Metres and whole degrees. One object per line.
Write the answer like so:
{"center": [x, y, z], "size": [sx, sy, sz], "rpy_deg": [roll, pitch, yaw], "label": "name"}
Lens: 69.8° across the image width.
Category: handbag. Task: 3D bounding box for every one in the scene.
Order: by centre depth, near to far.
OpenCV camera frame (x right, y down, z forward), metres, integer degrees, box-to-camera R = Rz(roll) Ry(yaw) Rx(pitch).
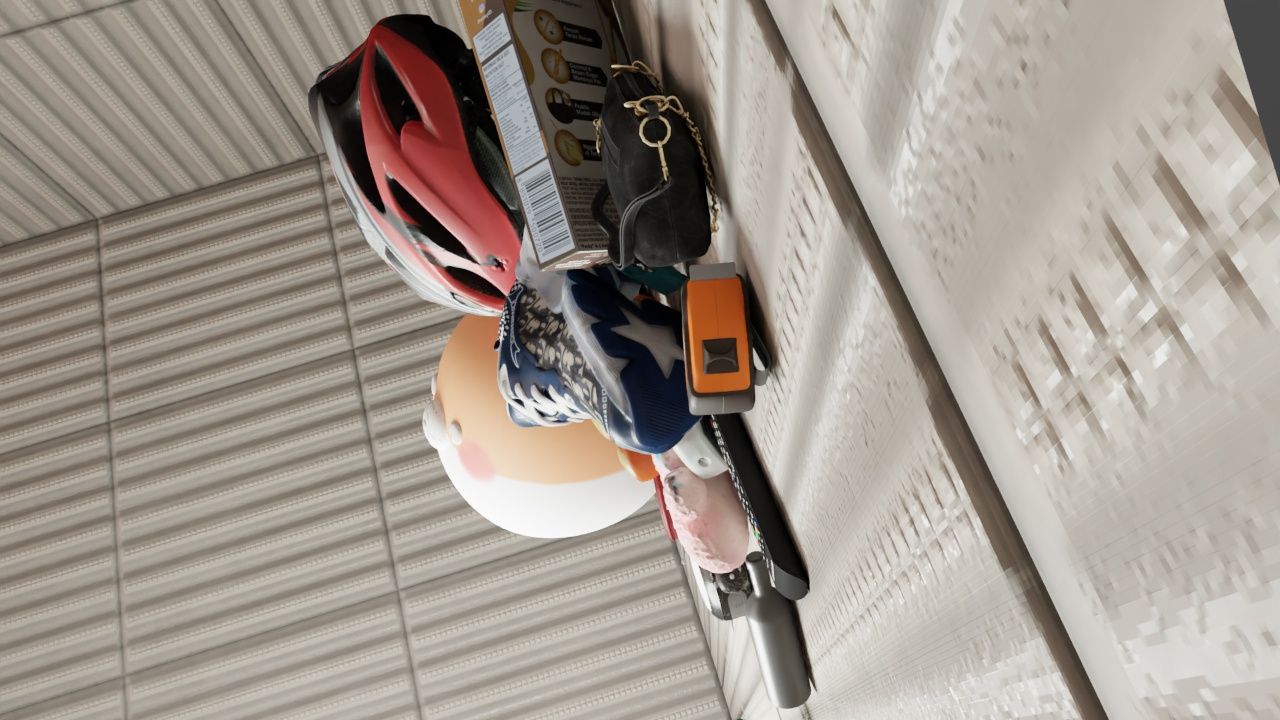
{"center": [0.001, -0.096, 0.438], "size": [0.128, 0.054, 0.079], "rpy_deg": [-107, 6, -62], "label": "handbag"}

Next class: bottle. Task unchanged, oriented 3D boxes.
{"center": [0.085, 0.171, 0.590], "size": [0.030, 0.030, 0.113], "rpy_deg": [-113, 7, -67], "label": "bottle"}

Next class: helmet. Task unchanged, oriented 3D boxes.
{"center": [-0.160, -0.150, 0.775], "size": [0.217, 0.167, 0.272], "rpy_deg": [-105, -12, -60], "label": "helmet"}

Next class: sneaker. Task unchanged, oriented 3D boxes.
{"center": [-0.044, 0.003, 0.618], "size": [0.103, 0.132, 0.269], "rpy_deg": [23, -163, -30], "label": "sneaker"}

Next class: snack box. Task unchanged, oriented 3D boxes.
{"center": [-0.040, -0.148, 0.534], "size": [0.100, 0.032, 0.186], "rpy_deg": [-12, -96, -51], "label": "snack box"}

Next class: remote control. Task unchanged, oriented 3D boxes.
{"center": [0.065, 0.073, 0.545], "size": [0.033, 0.015, 0.146], "rpy_deg": [76, 176, -50], "label": "remote control"}
{"center": [0.033, 0.027, 0.634], "size": [0.060, 0.028, 0.114], "rpy_deg": [50, -161, -39], "label": "remote control"}

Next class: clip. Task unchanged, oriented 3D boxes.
{"center": [-0.018, -0.071, 0.575], "size": [0.119, 0.027, 0.103], "rpy_deg": [1, -115, -51], "label": "clip"}

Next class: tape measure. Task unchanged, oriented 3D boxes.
{"center": [0.039, -0.005, 0.421], "size": [0.058, 0.038, 0.058], "rpy_deg": [80, -174, -66], "label": "tape measure"}

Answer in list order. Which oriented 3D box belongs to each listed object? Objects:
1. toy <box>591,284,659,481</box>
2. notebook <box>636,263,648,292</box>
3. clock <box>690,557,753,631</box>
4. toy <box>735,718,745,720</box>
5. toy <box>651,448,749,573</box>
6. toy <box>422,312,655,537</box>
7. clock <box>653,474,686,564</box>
{"center": [-0.004, 0.004, 0.735], "size": [0.112, 0.096, 0.175], "rpy_deg": [60, -149, -44], "label": "toy"}
{"center": [-0.019, -0.146, 0.956], "size": [0.254, 0.009, 0.181], "rpy_deg": [78, 175, -59], "label": "notebook"}
{"center": [0.070, 0.188, 0.834], "size": [0.123, 0.044, 0.091], "rpy_deg": [76, 176, -49], "label": "clock"}
{"center": [0.120, 0.347, 0.659], "size": [0.131, 0.072, 0.193], "rpy_deg": [73, 169, -46], "label": "toy"}
{"center": [0.040, 0.096, 0.660], "size": [0.105, 0.053, 0.108], "rpy_deg": [51, -162, -45], "label": "toy"}
{"center": [-0.092, 0.040, 0.951], "size": [0.262, 0.265, 0.281], "rpy_deg": [-125, 28, -46], "label": "toy"}
{"center": [0.038, 0.096, 0.783], "size": [0.137, 0.048, 0.096], "rpy_deg": [-97, -6, -52], "label": "clock"}
